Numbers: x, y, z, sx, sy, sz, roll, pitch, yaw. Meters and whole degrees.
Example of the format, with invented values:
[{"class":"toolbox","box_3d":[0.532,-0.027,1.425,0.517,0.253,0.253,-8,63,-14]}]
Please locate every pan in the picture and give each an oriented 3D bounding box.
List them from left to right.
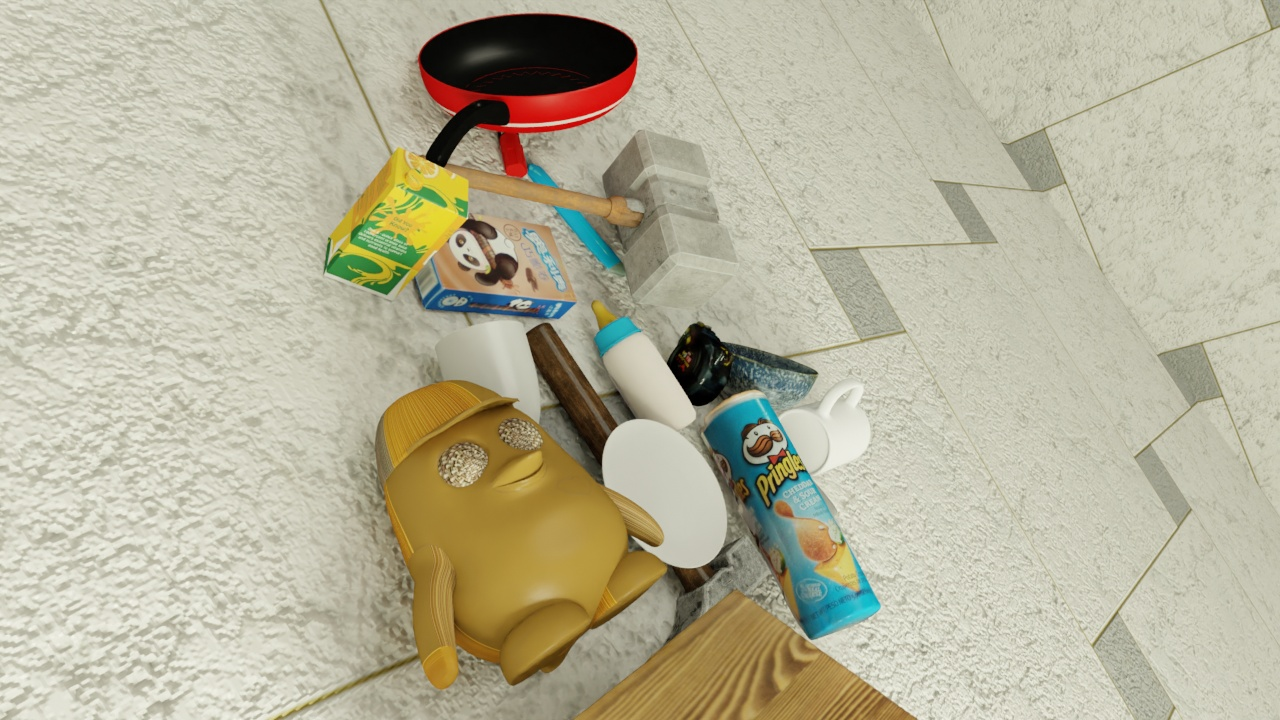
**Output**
[{"class":"pan","box_3d":[-0.121,-0.240,0.835,0.209,0.067,0.355,7,40,8]}]

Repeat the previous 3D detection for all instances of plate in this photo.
[{"class":"plate","box_3d":[0.019,0.111,0.769,0.134,0.011,0.134,27,43,-29]}]

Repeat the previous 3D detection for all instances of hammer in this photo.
[{"class":"hammer","box_3d":[-0.069,-0.149,0.845,0.317,0.083,0.162,6,57,-34]},{"class":"hammer","box_3d":[-0.032,0.107,0.760,0.300,0.037,0.217,56,37,6]}]

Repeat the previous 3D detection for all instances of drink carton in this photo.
[{"class":"drink carton","box_3d":[-0.184,-0.102,0.693,0.058,0.123,0.041,22,47,-35]}]

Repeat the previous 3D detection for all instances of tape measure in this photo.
[{"class":"tape measure","box_3d":[0.058,0.007,0.907,0.042,0.072,0.071,27,15,-37]}]

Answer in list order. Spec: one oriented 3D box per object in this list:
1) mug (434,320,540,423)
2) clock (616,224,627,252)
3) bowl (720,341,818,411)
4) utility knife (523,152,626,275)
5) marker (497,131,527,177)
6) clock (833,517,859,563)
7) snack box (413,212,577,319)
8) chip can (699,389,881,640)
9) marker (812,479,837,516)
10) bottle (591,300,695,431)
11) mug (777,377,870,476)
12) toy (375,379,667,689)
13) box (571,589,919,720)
[{"class":"mug","box_3d":[-0.108,0.026,0.728,0.107,0.071,0.089,26,45,-72]},{"class":"clock","box_3d":[0.023,-0.150,1.020,0.159,0.045,0.122,53,37,2]},{"class":"bowl","box_3d":[0.122,0.024,0.960,0.114,0.061,0.114,16,10,-3]},{"class":"utility knife","box_3d":[-0.072,-0.151,0.943,0.173,0.015,0.031,52,34,1]},{"class":"marker","box_3d":[-0.139,-0.251,0.947,0.023,0.021,0.144,20,47,-46]},{"class":"clock","box_3d":[0.177,0.195,0.911,0.094,0.035,0.122,20,49,-37]},{"class":"snack box","box_3d":[-0.132,-0.084,0.808,0.151,0.034,0.087,2,59,-47]},{"class":"chip can","box_3d":[0.133,0.141,0.851,0.079,0.080,0.229,5,50,-45]},{"class":"marker","box_3d":[0.156,0.106,0.952,0.022,0.016,0.138,-34,69,-24]},{"class":"bottle","box_3d":[-0.005,0.005,0.857,0.051,0.051,0.146,-25,81,-53]},{"class":"mug","box_3d":[0.201,0.066,0.981,0.074,0.111,0.090,39,29,29]},{"class":"toy","box_3d":[-0.094,0.097,0.611,0.198,0.163,0.203,-24,68,-42]},{"class":"box","box_3d":[0.030,0.319,0.530,0.257,0.216,0.278,33,36,28]}]
